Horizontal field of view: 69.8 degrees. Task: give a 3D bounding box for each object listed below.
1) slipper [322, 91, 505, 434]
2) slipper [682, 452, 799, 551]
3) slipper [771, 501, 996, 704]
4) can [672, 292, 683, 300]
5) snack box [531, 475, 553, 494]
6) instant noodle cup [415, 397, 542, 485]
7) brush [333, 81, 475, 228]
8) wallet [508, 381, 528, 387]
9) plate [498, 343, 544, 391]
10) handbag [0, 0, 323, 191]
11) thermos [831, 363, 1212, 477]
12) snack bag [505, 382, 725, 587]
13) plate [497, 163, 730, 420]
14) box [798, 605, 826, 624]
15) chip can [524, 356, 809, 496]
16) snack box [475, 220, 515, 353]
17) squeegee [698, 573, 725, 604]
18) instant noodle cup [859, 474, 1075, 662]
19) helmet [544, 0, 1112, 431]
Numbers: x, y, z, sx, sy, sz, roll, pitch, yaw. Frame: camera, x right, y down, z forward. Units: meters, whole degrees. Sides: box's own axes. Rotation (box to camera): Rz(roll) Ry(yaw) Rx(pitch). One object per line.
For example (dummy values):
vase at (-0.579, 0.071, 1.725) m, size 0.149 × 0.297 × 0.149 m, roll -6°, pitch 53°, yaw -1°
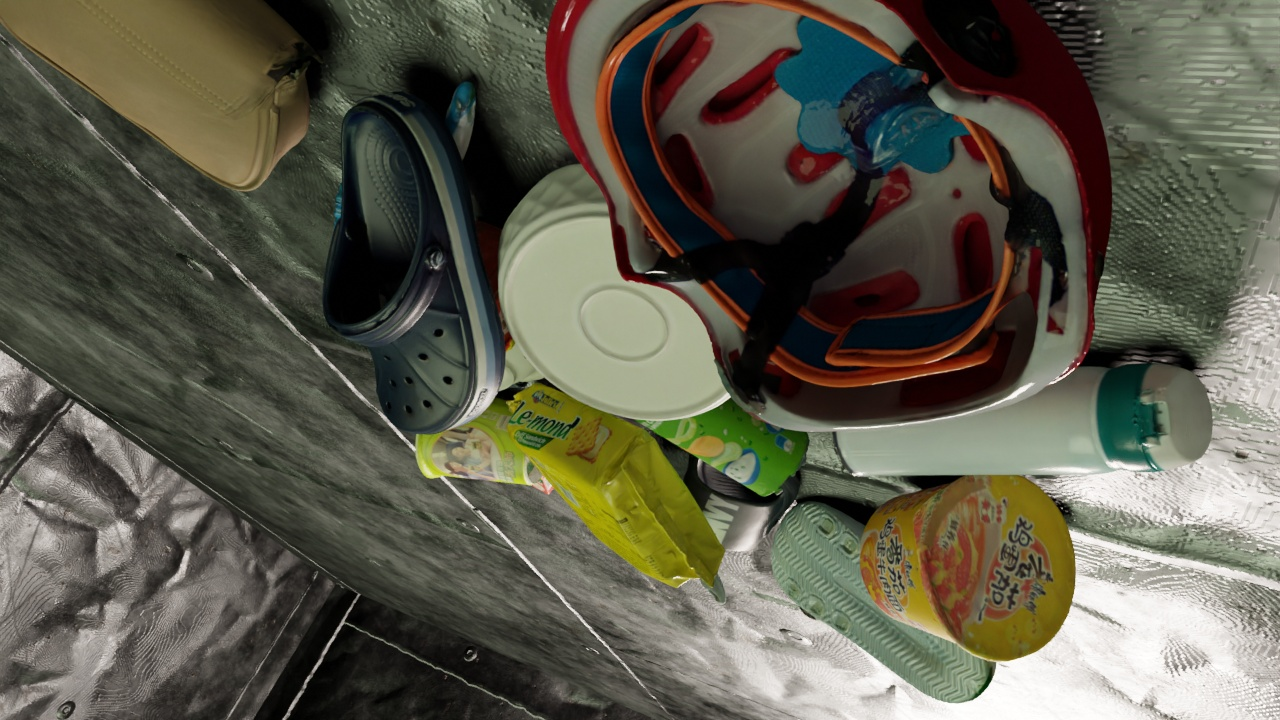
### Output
slipper at (-0.160, -0.048, 0.618) m, size 0.105 × 0.095 × 0.253 m, roll 23°, pitch 127°, yaw 33°
slipper at (0.086, 0.157, 0.917) m, size 0.111 × 0.083 × 0.269 m, roll 21°, pitch 155°, yaw 9°
slipper at (0.223, 0.213, 0.849) m, size 0.074 × 0.104 × 0.245 m, roll -4°, pitch -151°, yaw -42°
can at (0.058, -0.071, 0.522) m, size 0.102 × 0.083 × 0.057 m, roll 33°, pitch 154°, yaw -12°
snack box at (-0.174, 0.103, 1.107) m, size 0.156 × 0.027 × 0.077 m, roll 25°, pitch 154°, yaw 19°
instant noodle cup at (-0.164, 0.087, 1.005) m, size 0.123 × 0.111 × 0.112 m, roll 11°, pitch 151°, yaw 15°
brush at (-0.182, -0.119, 0.706) m, size 0.109 × 0.060 × 0.315 m, roll 21°, pitch 152°, yaw -1°
wallet at (-0.182, -0.012, 0.933) m, size 0.097 × 0.019 × 0.121 m, roll -1°, pitch 141°, yaw 46°
plate at (-0.166, -0.006, 0.833) m, size 0.164 × 0.034 × 0.164 m, roll 7°, pitch 157°, yaw -1°
handbag at (-0.307, -0.215, 0.597) m, size 0.204 × 0.099 × 0.148 m, roll 39°, pitch 144°, yaw -23°
thermos at (0.233, 0.041, 0.586) m, size 0.073 × 0.073 × 0.225 m, roll 42°, pitch 150°, yaw -28°
snack bag at (-0.036, 0.114, 0.862) m, size 0.247 × 0.068 × 0.158 m, roll 20°, pitch 147°, yaw 56°
plate at (-0.006, -0.035, 0.620) m, size 0.205 × 0.045 × 0.205 m, roll 11°, pitch 132°, yaw 12°
box at (0.232, 0.226, 0.917) m, size 0.162 × 0.075 × 0.086 m, roll 8°, pitch 136°, yaw 35°
chip can at (0.024, 0.026, 0.748) m, size 0.236 × 0.072 × 0.072 m, roll 31°, pitch 154°, yaw -10°
snack box at (-0.127, -0.056, 0.721) m, size 0.082 × 0.091 × 0.080 m, roll 25°, pitch 147°, yaw 10°
squeegee at (0.016, 0.180, 1.045) m, size 0.249 × 0.040 × 0.248 m, roll 46°, pitch 156°, yaw -3°
instant noodle cup at (0.246, 0.156, 0.718) m, size 0.138 × 0.137 × 0.110 m, roll 33°, pitch 162°, yaw -11°
helmet at (0.087, -0.093, 0.397) m, size 0.240 × 0.143 × 0.207 m, roll 49°, pitch 146°, yaw -11°
